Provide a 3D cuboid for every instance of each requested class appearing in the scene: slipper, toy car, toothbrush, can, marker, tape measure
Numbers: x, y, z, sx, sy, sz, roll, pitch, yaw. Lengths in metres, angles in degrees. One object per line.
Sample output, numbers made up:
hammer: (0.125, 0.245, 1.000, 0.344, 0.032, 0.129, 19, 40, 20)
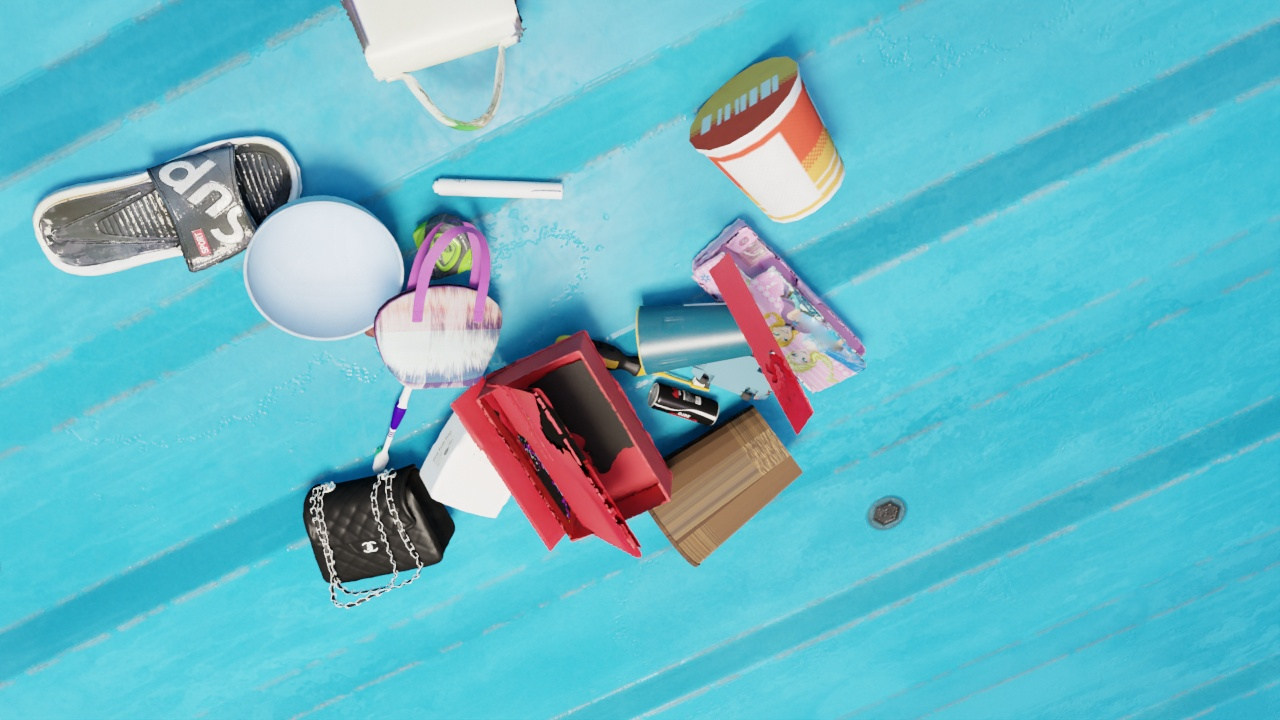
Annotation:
slipper: (-0.461, -0.142, 0.896, 0.264, 0.063, 0.111, -12, 118, 0)
toy car: (0.110, 0.008, 1.075, 0.107, 0.027, 0.060, 21, 111, -23)
toothbrush: (-0.272, 0.055, 1.040, 0.015, 0.016, 0.187, 13, 118, -27)
can: (0.051, 0.052, 1.085, 0.080, 0.031, 0.032, 18, 112, -17)
toothbrush: (-0.006, 0.006, 1.057, 0.196, 0.031, 0.031, 17, 116, -21)
marker: (-0.146, -0.177, 0.947, 0.133, 0.020, 0.017, 0, 118, -9)
tape measure: (-0.203, -0.121, 0.960, 0.059, 0.035, 0.066, -6, 121, 5)

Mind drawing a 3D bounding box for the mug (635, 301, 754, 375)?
mug: (0.062, -0.029, 1.005, 0.121, 0.078, 0.078, -7, 118, 11)

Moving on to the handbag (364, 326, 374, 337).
handbag: (-0.236, -0.037, 1.004, 0.119, 0.029, 0.055, 16, 119, -22)

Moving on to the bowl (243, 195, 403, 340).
bowl: (-0.317, -0.102, 0.922, 0.150, 0.074, 0.151, -10, 124, -15)

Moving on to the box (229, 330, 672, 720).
box: (-0.176, 0.163, 0.958, 0.424, 0.128, 0.213, -35, 111, -15)

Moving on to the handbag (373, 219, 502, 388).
handbag: (-0.198, -0.060, 0.938, 0.144, 0.068, 0.170, -2, 120, -36)

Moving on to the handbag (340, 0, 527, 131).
handbag: (-0.180, -0.296, 0.842, 0.151, 0.074, 0.176, -19, 99, -1)

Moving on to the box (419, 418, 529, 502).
box: (-0.194, 0.106, 1.064, 0.102, 0.102, 0.108, 26, 101, -38)

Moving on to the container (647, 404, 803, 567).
container: (0.095, 0.142, 1.089, 0.167, 0.132, 0.132, -37, 116, 4)

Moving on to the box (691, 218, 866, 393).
box: (0.161, -0.051, 1.033, 0.085, 0.063, 0.230, -43, 115, 13)

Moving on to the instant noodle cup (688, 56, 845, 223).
instant noodle cup: (0.135, -0.214, 0.922, 0.123, 0.123, 0.121, -39, 123, 11)

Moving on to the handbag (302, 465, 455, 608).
handbag: (-0.310, 0.195, 1.050, 0.154, 0.114, 0.125, -12, 113, 13)
